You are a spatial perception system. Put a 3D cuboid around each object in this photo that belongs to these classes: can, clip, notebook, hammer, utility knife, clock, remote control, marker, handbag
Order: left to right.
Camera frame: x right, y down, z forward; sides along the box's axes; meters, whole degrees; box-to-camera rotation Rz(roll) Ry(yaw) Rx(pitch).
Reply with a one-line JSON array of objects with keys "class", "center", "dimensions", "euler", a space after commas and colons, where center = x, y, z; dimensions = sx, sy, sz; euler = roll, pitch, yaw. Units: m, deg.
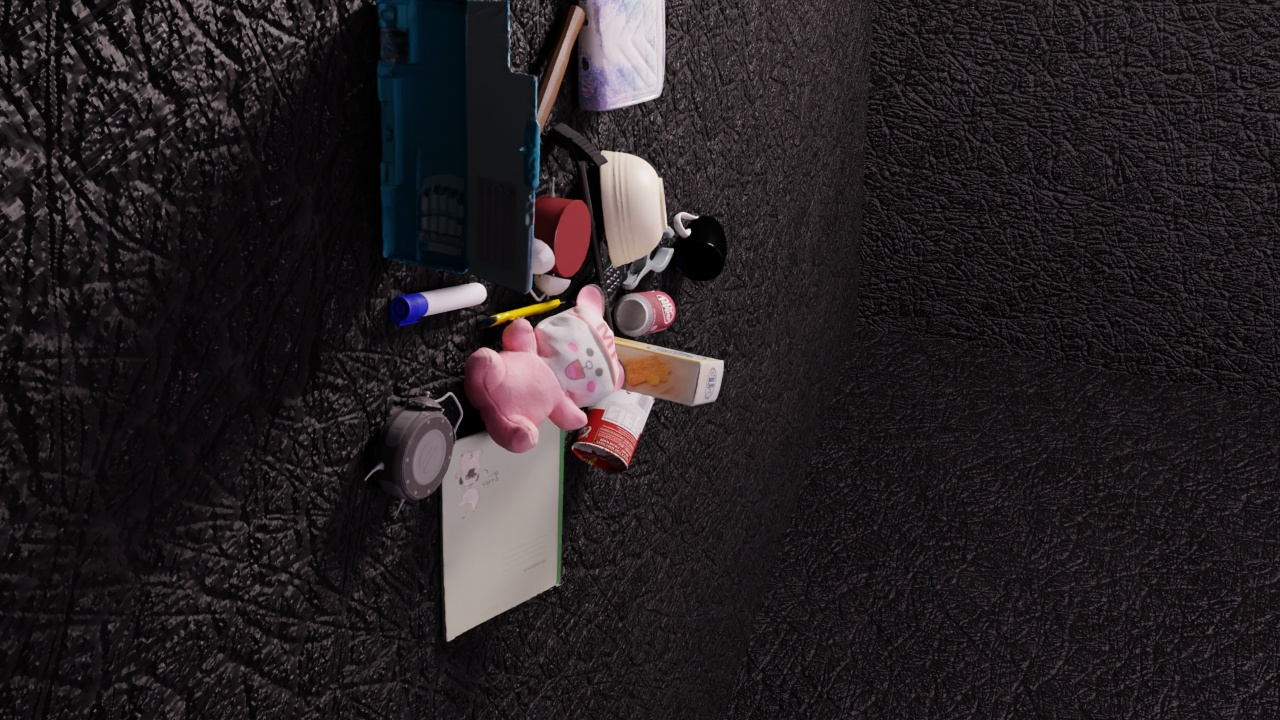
[{"class": "clock", "center": [-0.222, 0.085, 0.899], "dimensions": [0.091, 0.044, 0.122], "euler": [75, 33, -51]}, {"class": "marker", "center": [-0.199, -0.058, 0.912], "dimensions": [0.027, 0.023, 0.133], "euler": [-62, 165, 20]}, {"class": "notebook", "center": [-0.159, 0.189, 1.084], "dimensions": [0.181, 0.010, 0.253], "euler": [-17, 119, -44]}, {"class": "utility knife", "center": [-0.134, -0.056, 1.065], "dimensions": [0.162, 0.031, 0.017], "euler": [-29, 101, -60]}, {"class": "hammer", "center": [-0.112, -0.255, 0.980], "dimensions": [0.115, 0.033, 0.322], "euler": [120, -14, -64]}, {"class": "clock", "center": [-0.103, -0.137, 1.081], "dimensions": [0.096, 0.048, 0.137], "euler": [59, 49, -62]}, {"class": "hammer", "center": [-0.054, -0.138, 1.160], "dimensions": [0.015, 0.095, 0.325], "euler": [-31, 138, -21]}, {"class": "remote control", "center": [-0.058, -0.101, 1.265], "dimensions": [0.149, 0.022, 0.047], "euler": [-51, 147, -48]}, {"class": "handbag", "center": [-0.033, -0.393, 1.116], "dimensions": [0.126, 0.069, 0.159], "euler": [-31, 130, -45]}, {"class": "can", "center": [-0.038, 0.090, 1.324], "dimensions": [0.087, 0.087, 0.116], "euler": [67, 40, -56]}, {"class": "can", "center": [0.008, -0.072, 1.391], "dimensions": [0.114, 0.063, 0.063], "euler": [-17, 116, -67]}, {"class": "clip", "center": [0.012, -0.180, 1.399], "dimensions": [0.162, 0.028, 0.108], "euler": [-46, 141, -56]}]

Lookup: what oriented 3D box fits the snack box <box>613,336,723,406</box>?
[{"class": "snack box", "center": [-0.007, 0.007, 1.187], "dimensions": [0.104, 0.208, 0.057], "euler": [-3, 105, -69]}]

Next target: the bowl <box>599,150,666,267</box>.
[{"class": "bowl", "center": [-0.006, -0.200, 1.196], "dimensions": [0.150, 0.075, 0.150], "euler": [-2, 88, -86]}]

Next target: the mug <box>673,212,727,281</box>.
[{"class": "mug", "center": [0.096, -0.208, 1.548], "dimensions": [0.119, 0.085, 0.100], "euler": [49, 35, -28]}]

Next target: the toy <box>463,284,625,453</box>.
[{"class": "toy", "center": [-0.101, 0.010, 1.050], "dimensions": [0.212, 0.084, 0.142], "euler": [-35, 105, -38]}]

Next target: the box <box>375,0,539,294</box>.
[{"class": "box", "center": [-0.145, -0.182, 0.764], "dimensions": [0.056, 0.185, 0.227], "euler": [-24, 124, -53]}]
